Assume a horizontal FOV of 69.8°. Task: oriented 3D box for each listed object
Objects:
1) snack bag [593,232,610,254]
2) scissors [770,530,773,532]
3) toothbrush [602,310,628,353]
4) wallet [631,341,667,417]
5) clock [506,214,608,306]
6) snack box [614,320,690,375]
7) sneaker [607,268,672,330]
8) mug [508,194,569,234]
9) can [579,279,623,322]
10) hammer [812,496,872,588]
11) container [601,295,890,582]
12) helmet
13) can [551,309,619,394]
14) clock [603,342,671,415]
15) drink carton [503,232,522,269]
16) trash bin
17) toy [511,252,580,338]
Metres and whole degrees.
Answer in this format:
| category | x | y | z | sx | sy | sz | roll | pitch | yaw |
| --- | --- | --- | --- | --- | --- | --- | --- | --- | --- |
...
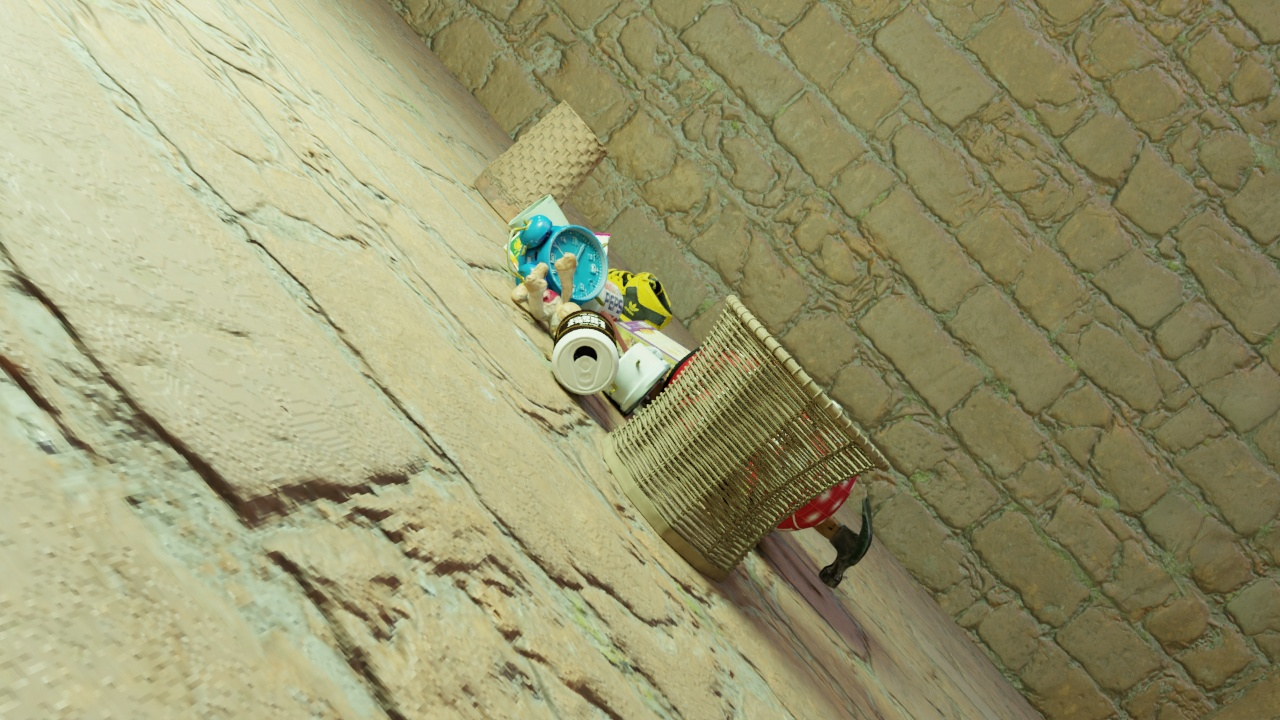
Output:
| category | x | y | z | sx | sy | sz | roll | pitch | yaw |
| --- | --- | --- | --- | --- | --- | --- | --- | --- | --- |
| snack bag | -0.089 | -0.165 | 1.544 | 0.196 | 0.070 | 0.016 | -89 | -178 | -53 |
| scissors | 0.131 | 0.170 | 1.391 | 0.225 | 0.016 | 0.226 | 50 | 7 | 16 |
| toothbrush | -0.008 | 0.008 | 1.303 | 0.184 | 0.015 | 0.015 | 60 | -1 | -14 |
| wallet | 0.012 | 0.030 | 1.251 | 0.087 | 0.013 | 0.121 | 49 | -21 | 14 |
| clock | -0.111 | -0.125 | 1.192 | 0.161 | 0.116 | 0.060 | 9 | -11 | -42 |
| snack box | 0.032 | -0.007 | 1.388 | 0.148 | 0.041 | 0.143 | 33 | 12 | 14 |
| sneaker | -0.042 | -0.126 | 1.572 | 0.238 | 0.122 | 0.086 | 50 | 6 | 15 |
| mug | -0.160 | -0.205 | 1.520 | 0.104 | 0.084 | 0.111 | 55 | -24 | -18 |
| can | -0.074 | -0.088 | 1.338 | 0.078 | 0.078 | 0.136 | 49 | 7 | 12 |
| hammer | 0.198 | 0.172 | 1.347 | 0.330 | 0.132 | 0.033 | 41 | 18 | 22 |
| container | 0.095 | 0.083 | 0.914 | 0.227 | 0.196 | 0.226 | 46 | 7 | -8 |
| helmet | 0.170 | 0.112 | 1.196 | 0.224 | 0.198 | 0.271 | 43 | 3 | 33 |
| can | -0.061 | -0.011 | 1.011 | 0.072 | 0.072 | 0.128 | 46 | 7 | -13 |
| clock | -0.004 | 0.022 | 1.141 | 0.057 | 0.083 | 0.117 | 41 | 8 | 4 |
| drink carton | -0.143 | -0.141 | 1.292 | 0.041 | 0.058 | 0.122 | 41 | 9 | -40 |
| trash bin | -0.165 | -0.331 | 1.602 | 0.151 | 0.210 | 0.151 | 47 | 7 | -8 |
| toy | -0.106 | -0.064 | 1.105 | 0.085 | 0.074 | 0.106 | -45 | 116 | -52 |
